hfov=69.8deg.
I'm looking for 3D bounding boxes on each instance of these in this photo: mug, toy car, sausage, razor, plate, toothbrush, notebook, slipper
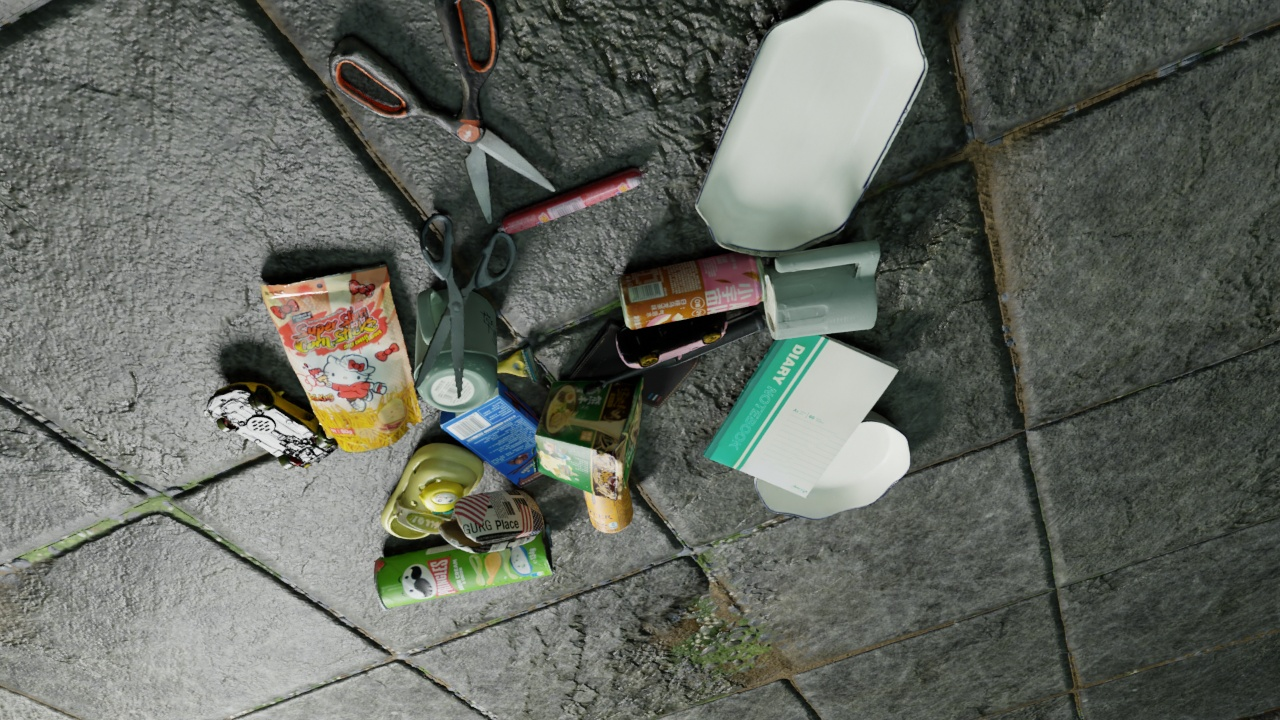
[{"bbox_3d":[0.184,-0.077,0.943,0.103,0.083,0.124,-8,151,0],"label":"mug"},{"bbox_3d":[0.034,-0.030,0.983,0.122,0.056,0.037,-20,163,-2],"label":"toy car"},{"bbox_3d":[-0.191,-0.017,0.920,0.082,0.106,0.112,-19,135,9],"label":"mug"},{"bbox_3d":[-0.065,-0.151,0.871,0.156,0.020,0.020,-19,135,8],"label":"sausage"},{"bbox_3d":[-0.180,0.017,1.013,0.132,0.028,0.043,-16,113,1],"label":"razor"},{"bbox_3d":[-0.402,0.069,1.012,0.071,0.041,0.156,-30,134,19],"label":"toy car"},{"bbox_3d":[0.248,0.133,1.204,0.205,0.045,0.205,-6,137,-6],"label":"plate"},{"bbox_3d":[0.035,-0.006,1.007,0.212,0.027,0.026,-23,108,-2],"label":"toothbrush"},{"bbox_3d":[0.149,-0.209,0.842,0.162,0.034,0.266,6,133,-17],"label":"plate"},{"bbox_3d":[0.188,0.062,1.097,0.150,0.012,0.210,22,117,-14],"label":"notebook"},{"bbox_3d":[-0.257,0.179,1.127,0.091,0.081,0.191,18,132,-30],"label":"slipper"}]

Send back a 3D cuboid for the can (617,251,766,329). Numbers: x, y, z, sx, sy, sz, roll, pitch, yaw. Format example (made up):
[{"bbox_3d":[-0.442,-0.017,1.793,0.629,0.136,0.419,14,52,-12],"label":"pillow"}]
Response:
[{"bbox_3d":[0.052,-0.073,0.945,0.147,0.057,0.058,-11,136,1],"label":"can"}]

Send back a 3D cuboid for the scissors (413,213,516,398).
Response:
[{"bbox_3d":[-0.173,-0.058,0.869,0.171,0.014,0.159,-36,101,-24],"label":"scissors"}]

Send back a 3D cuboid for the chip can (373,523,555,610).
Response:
[{"bbox_3d":[-0.234,0.276,1.236,0.236,0.072,0.072,-12,136,1],"label":"chip can"}]

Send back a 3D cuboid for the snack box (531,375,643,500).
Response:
[{"bbox_3d":[-0.059,0.082,1.045,0.105,0.117,0.118,11,141,6],"label":"snack box"}]

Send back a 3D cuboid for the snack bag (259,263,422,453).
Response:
[{"bbox_3d":[-0.303,-0.003,0.954,0.128,0.073,0.208,-8,129,-3],"label":"snack bag"}]

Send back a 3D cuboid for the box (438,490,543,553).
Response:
[{"bbox_3d":[-0.171,0.193,1.127,0.079,0.074,0.163,-59,154,9],"label":"box"}]

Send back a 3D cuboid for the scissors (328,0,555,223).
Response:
[{"bbox_3d":[-0.154,-0.216,0.784,0.220,0.021,0.224,15,130,-24],"label":"scissors"}]

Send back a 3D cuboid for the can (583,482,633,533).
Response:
[{"bbox_3d":[-0.045,0.156,1.159,0.058,0.058,0.146,-10,136,-1],"label":"can"}]

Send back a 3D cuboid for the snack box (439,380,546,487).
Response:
[{"bbox_3d":[-0.156,0.091,1.094,0.085,0.026,0.157,-27,134,17],"label":"snack box"}]

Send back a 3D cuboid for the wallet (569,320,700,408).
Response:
[{"bbox_3d":[-0.006,0.006,1.044,0.122,0.020,0.097,20,129,-25],"label":"wallet"}]
